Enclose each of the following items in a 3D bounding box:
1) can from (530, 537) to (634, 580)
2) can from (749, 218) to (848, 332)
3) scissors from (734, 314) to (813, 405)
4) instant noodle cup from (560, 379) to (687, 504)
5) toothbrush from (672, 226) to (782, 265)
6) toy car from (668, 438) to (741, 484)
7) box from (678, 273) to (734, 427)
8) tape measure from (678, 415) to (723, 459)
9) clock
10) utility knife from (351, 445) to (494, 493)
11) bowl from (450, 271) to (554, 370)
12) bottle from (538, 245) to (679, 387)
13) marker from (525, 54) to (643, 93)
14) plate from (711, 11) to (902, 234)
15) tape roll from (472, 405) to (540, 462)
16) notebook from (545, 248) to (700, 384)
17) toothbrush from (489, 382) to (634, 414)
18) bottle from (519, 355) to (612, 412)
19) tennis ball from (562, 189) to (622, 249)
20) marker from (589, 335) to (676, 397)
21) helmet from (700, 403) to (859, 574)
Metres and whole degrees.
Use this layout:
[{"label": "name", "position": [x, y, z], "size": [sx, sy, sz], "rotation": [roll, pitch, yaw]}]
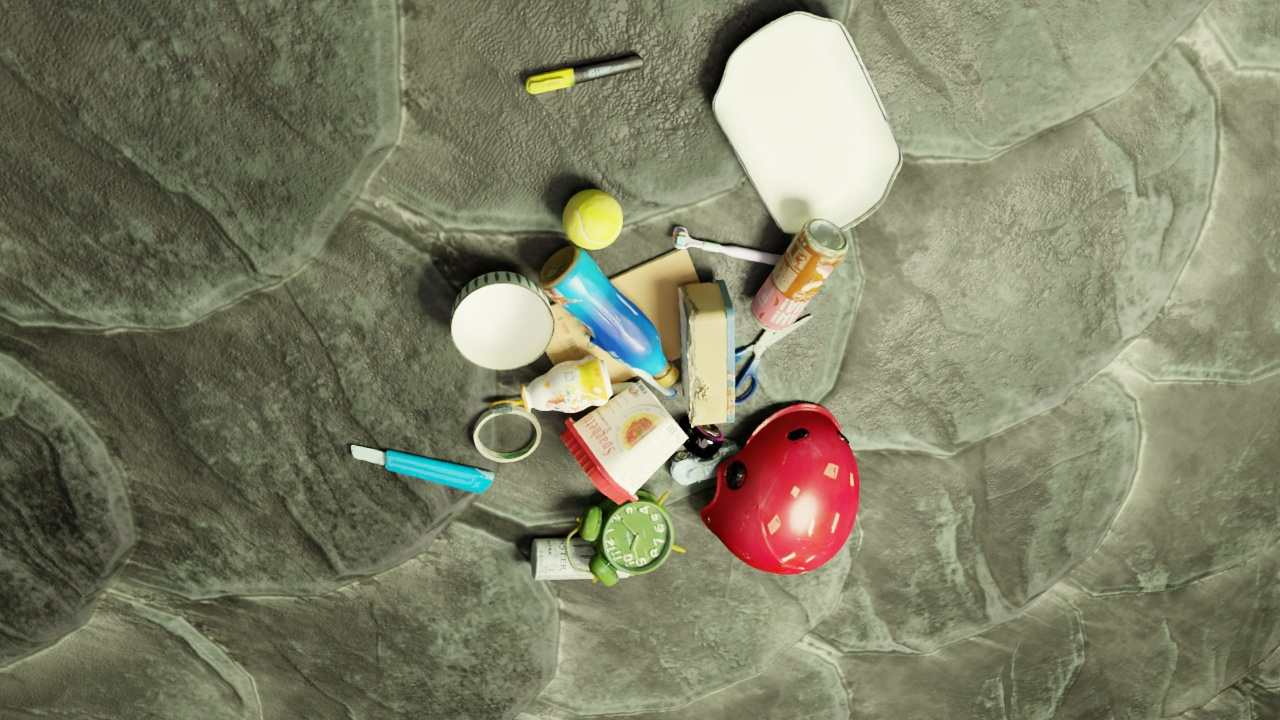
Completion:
[{"label": "can", "position": [-0.081, 0.282, 1.310], "size": [0.146, 0.058, 0.058], "rotation": [2, 124, -14]}, {"label": "can", "position": [0.184, -0.098, 1.078], "size": [0.058, 0.057, 0.148], "rotation": [9, 141, -18]}, {"label": "scissors", "position": [0.140, -0.010, 1.184], "size": [0.160, 0.012, 0.164], "rotation": [-1, 123, -13]}, {"label": "instant noodle cup", "position": [-0.016, 0.100, 1.160], "size": [0.124, 0.116, 0.116], "rotation": [-39, 150, 1]}, {"label": "toothbrush", "position": [0.127, -0.129, 1.094], "size": [0.189, 0.029, 0.021], "rotation": [9, 162, -20]}, {"label": "toy car", "position": [0.091, 0.143, 1.268], "size": [0.105, 0.031, 0.049], "rotation": [-16, 126, 0]}, {"label": "box", "position": [0.080, -0.012, 1.110], "size": [0.061, 0.089, 0.185], "rotation": [-4, 126, -4]}, {"label": "tape measure", "position": [0.082, 0.101, 1.220], "size": [0.058, 0.057, 0.039], "rotation": [28, 114, -18]}, {"label": "clock", "position": [-0.025, 0.243, 1.263], "size": [0.161, 0.056, 0.116], "rotation": [-16, 95, -12]}, {"label": "utility knife", "position": [-0.283, 0.138, 1.189], "size": [0.187, 0.018, 0.034], "rotation": [17, 107, -22]}, {"label": "bowl", "position": [-0.159, -0.053, 1.052], "size": [0.116, 0.066, 0.117], "rotation": [-6, 124, -8]}, {"label": "bottle", "position": [-0.028, -0.042, 1.078], "size": [0.065, 0.065, 0.218], "rotation": [-36, 123, 13]}, {"label": "marker", "position": [-0.057, -0.293, 0.939], "size": [0.124, 0.015, 0.018], "rotation": [-14, 129, -5]}, {"label": "plate", "position": [0.183, -0.254, 1.008], "size": [0.162, 0.034, 0.266], "rotation": [-32, 125, 10]}, {"label": "tape roll", "position": [-0.172, 0.095, 1.186], "size": [0.085, 0.014, 0.086], "rotation": [-6, 125, -9]}, {"label": "notebook", "position": [-0.016, -0.040, 1.130], "size": [0.208, 0.008, 0.148], "rotation": [-23, 127, 4]}, {"label": "toothbrush", "position": [-0.095, 0.048, 1.158], "size": [0.191, 0.018, 0.016], "rotation": [-8, 129, -7]}, {"label": "bottle", "position": [-0.091, 0.034, 1.121], "size": [0.108, 0.063, 0.063], "rotation": [-14, 126, -2]}, {"label": "tennis ball", "position": [-0.052, -0.155, 1.006], "size": [0.065, 0.065, 0.066], "rotation": [-6, 125, -9]}, {"label": "marker", "position": [-0.007, 0.007, 1.149], "size": [0.017, 0.017, 0.145], "rotation": [-43, 123, 17]}, {"label": "helmet", "position": [0.214, 0.193, 1.252], "size": [0.206, 0.144, 0.240], "rotation": [8, 118, -29]}]
